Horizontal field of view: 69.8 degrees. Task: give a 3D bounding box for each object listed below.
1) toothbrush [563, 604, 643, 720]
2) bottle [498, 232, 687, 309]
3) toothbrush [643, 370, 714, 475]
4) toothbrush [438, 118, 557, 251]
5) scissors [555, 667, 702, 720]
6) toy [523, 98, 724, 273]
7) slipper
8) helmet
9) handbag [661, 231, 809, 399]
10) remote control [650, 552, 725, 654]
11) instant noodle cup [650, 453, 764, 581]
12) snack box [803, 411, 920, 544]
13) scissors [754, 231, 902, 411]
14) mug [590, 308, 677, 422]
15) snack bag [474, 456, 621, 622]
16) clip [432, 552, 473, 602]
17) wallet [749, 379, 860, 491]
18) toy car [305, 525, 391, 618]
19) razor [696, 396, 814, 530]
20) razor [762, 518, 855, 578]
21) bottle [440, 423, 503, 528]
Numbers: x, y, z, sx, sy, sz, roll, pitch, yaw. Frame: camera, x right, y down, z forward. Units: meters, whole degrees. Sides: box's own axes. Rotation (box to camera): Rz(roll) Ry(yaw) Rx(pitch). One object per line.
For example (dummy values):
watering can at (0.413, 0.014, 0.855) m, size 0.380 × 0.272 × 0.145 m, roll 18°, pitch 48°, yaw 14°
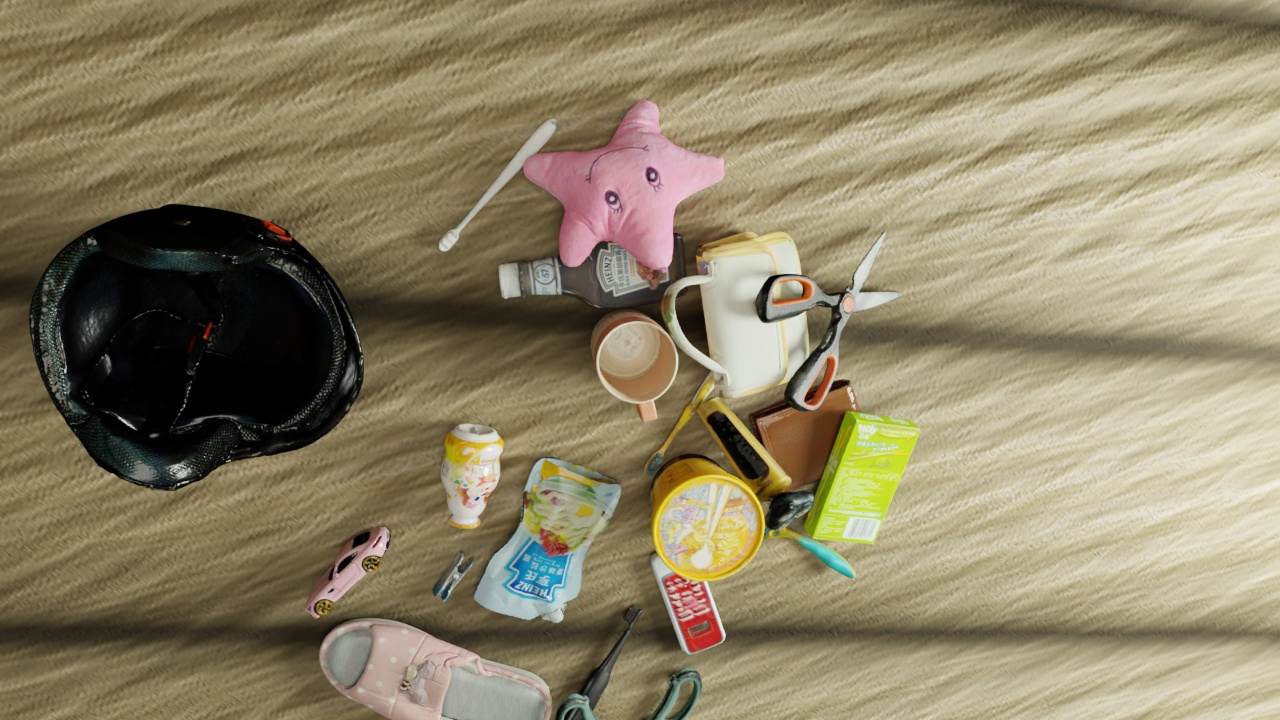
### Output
toothbrush at (-0.053, 0.380, 1.081) m, size 0.027 × 0.026 × 0.213 m, roll 31°, pitch 97°, yaw 19°
bottle at (-0.050, -0.093, 0.967) m, size 0.195 × 0.044 × 0.080 m, roll -6°, pitch 95°, yaw -5°
toothbrush at (0.060, 0.052, 1.026) m, size 0.016 × 0.018 × 0.191 m, roll 34°, pitch 96°, yaw -15°
toothbrush at (-0.148, -0.181, 0.948) m, size 0.016 × 0.016 × 0.180 m, roll 42°, pitch 94°, yaw -16°
scissors at (-0.009, 0.414, 1.083) m, size 0.170 × 0.019 × 0.171 m, roll -44°, pitch 118°, yaw 0°
toy at (-0.005, -0.169, 0.930) m, size 0.194 × 0.075 × 0.178 m, roll -26°, pitch 79°, yaw -5°
slipper at (-0.230, 0.370, 1.039) m, size 0.274 × 0.054 × 0.114 m, roll 23°, pitch 99°, yaw -12°
helmet at (-0.395, -0.027, 0.843) m, size 0.274 × 0.230 × 0.234 m, roll 12°, pitch 109°, yaw -20°
handbag at (0.098, -0.042, 0.943) m, size 0.178 × 0.063 × 0.163 m, roll -20°, pitch 107°, yaw -40°
remote control at (0.056, 0.279, 1.075) m, size 0.056 × 0.020 × 0.136 m, roll -19°, pitch 104°, yaw -2°
instant noodle cup at (0.063, 0.163, 1.001) m, size 0.118 × 0.114 × 0.118 m, roll -2°, pitch 103°, yaw -8°
snack box at (0.251, 0.135, 1.046) m, size 0.085 × 0.026 × 0.156 m, roll 8°, pitch 112°, yaw -19°
scissors at (0.200, -0.046, 0.971) m, size 0.220 × 0.022 × 0.228 m, roll 13°, pitch 88°, yaw -39°
mug at (-0.006, 0.006, 0.962) m, size 0.081 × 0.106 × 0.114 m, roll -16°, pitch 104°, yaw -4°
snack bag at (-0.103, 0.207, 1.031) m, size 0.110 × 0.039 × 0.191 m, roll 20°, pitch 100°, yaw -23°
clip at (-0.211, 0.242, 1.030) m, size 0.036 × 0.026 × 0.058 m, roll 39°, pitch 89°, yaw -21°
wallet at (0.197, 0.087, 1.047) m, size 0.124 × 0.032 × 0.101 m, roll -22°, pitch 107°, yaw -2°
toy car at (-0.320, 0.227, 0.996) m, size 0.122 × 0.056 × 0.037 m, roll -43°, pitch 108°, yaw 3°
razor at (0.121, 0.111, 1.008) m, size 0.062 × 0.067 × 0.167 m, roll -38°, pitch 89°, yaw 13°
razor at (0.196, 0.221, 1.076) m, size 0.132 × 0.028 × 0.043 m, roll 28°, pitch 121°, yaw -9°
bottle at (-0.184, 0.125, 0.988) m, size 0.063 × 0.063 × 0.108 m, roll 8°, pitch 101°, yaw -9°
